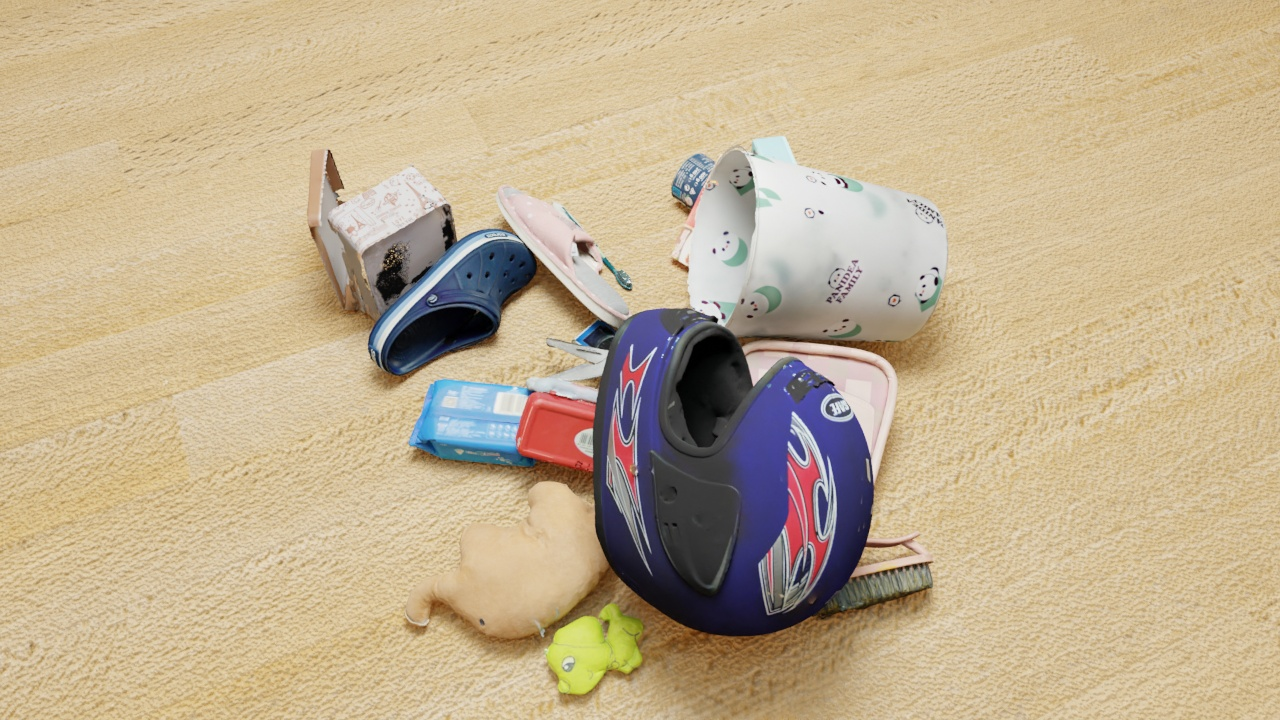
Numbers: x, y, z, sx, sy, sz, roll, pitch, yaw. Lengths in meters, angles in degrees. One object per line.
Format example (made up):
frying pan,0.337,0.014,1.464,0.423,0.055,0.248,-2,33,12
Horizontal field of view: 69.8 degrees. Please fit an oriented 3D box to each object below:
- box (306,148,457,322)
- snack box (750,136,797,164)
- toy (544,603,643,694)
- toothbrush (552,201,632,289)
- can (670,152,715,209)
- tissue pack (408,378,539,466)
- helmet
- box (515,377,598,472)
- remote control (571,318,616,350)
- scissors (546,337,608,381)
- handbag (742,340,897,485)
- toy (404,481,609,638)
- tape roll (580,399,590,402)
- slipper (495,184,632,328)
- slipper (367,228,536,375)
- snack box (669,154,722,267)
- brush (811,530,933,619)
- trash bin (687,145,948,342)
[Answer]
box,-0.345,-0.161,1.160,0.154,0.183,0.185,-34,66,-23
snack box,0.197,-0.227,1.280,0.051,0.074,0.174,-8,56,-8
toy,-0.048,0.294,0.940,0.100,0.031,0.096,6,55,-3
toothbrush,-0.068,-0.162,1.263,0.016,0.018,0.191,-30,61,-21
can,0.105,-0.232,1.280,0.111,0.075,0.075,39,63,23
tissue pack,-0.185,0.074,1.076,0.157,0.052,0.094,6,53,2
helmet,0.100,0.106,0.886,0.241,0.246,0.315,1,96,28
box,-0.039,0.073,1.058,0.201,0.095,0.101,15,15,-12
remote control,-0.026,-0.003,1.150,0.125,0.024,0.048,38,62,21
scissors,-0.002,-0.001,1.121,0.189,0.015,0.225,43,62,15
handbag,0.191,0.095,1.061,0.193,0.093,0.233,7,63,5
toy,-0.135,0.225,0.962,0.225,0.083,0.143,-30,56,-17
tape roll,-0.065,0.084,1.095,0.086,0.014,0.085,1,55,-1
slipper,-0.096,-0.149,1.203,0.054,0.114,0.274,-47,64,15
slipper,-0.222,-0.070,1.141,0.095,0.105,0.252,36,63,26
snack box,0.105,-0.189,1.221,0.075,0.153,0.025,33,17,18
brush,0.243,0.223,0.976,0.145,0.063,0.073,-11,67,-10
trash bin,0.211,-0.126,1.113,0.251,0.230,0.229,6,54,-15
